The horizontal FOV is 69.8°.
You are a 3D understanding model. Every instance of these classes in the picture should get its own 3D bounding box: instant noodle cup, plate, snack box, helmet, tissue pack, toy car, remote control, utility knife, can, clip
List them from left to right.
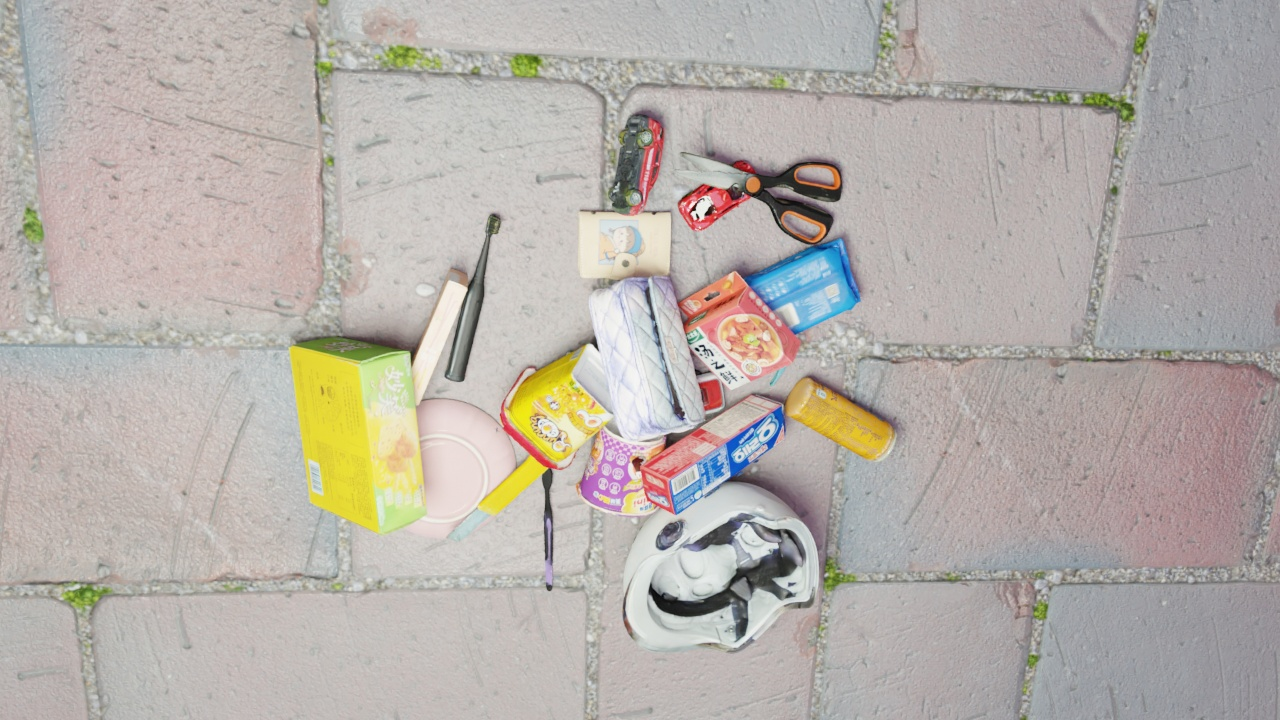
[{"bbox_3d":[-0.336,0.084,1.092,0.069,0.158,0.210,-18,112,-47],"label":"snack box"},{"bbox_3d":[-0.249,-0.030,1.111,0.026,0.084,0.157,21,101,-15],"label":"snack box"},{"bbox_3d":[-0.256,0.146,1.179,0.192,0.039,0.192,-2,105,-7],"label":"plate"},{"bbox_3d":[-0.167,0.161,1.179,0.206,0.015,0.033,-41,105,-14],"label":"utility knife"},{"bbox_3d":[-0.088,0.051,1.120,0.124,0.115,0.116,-34,108,33],"label":"instant noodle cup"},{"bbox_3d":[-0.018,0.129,1.161,0.111,0.111,0.099,9,111,-9],"label":"instant noodle cup"},{"bbox_3d":[-0.002,-0.233,1.103,0.045,0.053,0.120,8,100,-34],"label":"toy car"},{"bbox_3d":[0.042,0.054,1.197,0.136,0.020,0.056,-13,117,-3],"label":"remote control"},{"bbox_3d":[0.089,0.252,1.189,0.259,0.145,0.229,-30,123,7],"label":"helmet"},{"bbox_3d":[0.096,0.114,1.151,0.207,0.058,0.057,-30,121,-32],"label":"snack box"},{"bbox_3d":[0.099,-0.204,1.135,0.106,0.031,0.049,-34,107,1],"label":"toy car"},{"bbox_3d":[0.115,-0.034,1.141,0.127,0.044,0.113,45,139,-15],"label":"snack box"},{"bbox_3d":[0.181,0.006,1.209,0.040,0.014,0.056,36,97,-15],"label":"clip"},{"bbox_3d":[0.198,-0.085,1.167,0.157,0.052,0.095,-25,108,0],"label":"tissue pack"},{"bbox_3d":[0.265,0.079,1.215,0.146,0.058,0.058,29,99,-13],"label":"can"}]

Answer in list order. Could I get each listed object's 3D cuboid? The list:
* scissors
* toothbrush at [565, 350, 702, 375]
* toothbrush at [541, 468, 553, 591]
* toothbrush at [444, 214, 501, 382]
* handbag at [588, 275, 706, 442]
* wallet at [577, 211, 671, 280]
[{"bbox_3d":[0.151,-0.225,1.122,0.234,0.022,0.162,38,89,-23],"label":"scissors"},{"bbox_3d":[-0.007,0.007,1.186,0.181,0.018,0.015,8,96,-11],"label":"toothbrush"},{"bbox_3d":[-0.124,0.226,1.233,0.014,0.016,0.189,2,108,4],"label":"toothbrush"},{"bbox_3d":[-0.205,-0.076,1.133,0.026,0.027,0.213,4,108,-46],"label":"toothbrush"},{"bbox_3d":[0.013,-0.003,1.102,0.076,0.134,0.194,-15,88,29],"label":"handbag"},{"bbox_3d":[-0.020,-0.141,1.142,0.115,0.024,0.087,0,100,-8],"label":"wallet"}]
